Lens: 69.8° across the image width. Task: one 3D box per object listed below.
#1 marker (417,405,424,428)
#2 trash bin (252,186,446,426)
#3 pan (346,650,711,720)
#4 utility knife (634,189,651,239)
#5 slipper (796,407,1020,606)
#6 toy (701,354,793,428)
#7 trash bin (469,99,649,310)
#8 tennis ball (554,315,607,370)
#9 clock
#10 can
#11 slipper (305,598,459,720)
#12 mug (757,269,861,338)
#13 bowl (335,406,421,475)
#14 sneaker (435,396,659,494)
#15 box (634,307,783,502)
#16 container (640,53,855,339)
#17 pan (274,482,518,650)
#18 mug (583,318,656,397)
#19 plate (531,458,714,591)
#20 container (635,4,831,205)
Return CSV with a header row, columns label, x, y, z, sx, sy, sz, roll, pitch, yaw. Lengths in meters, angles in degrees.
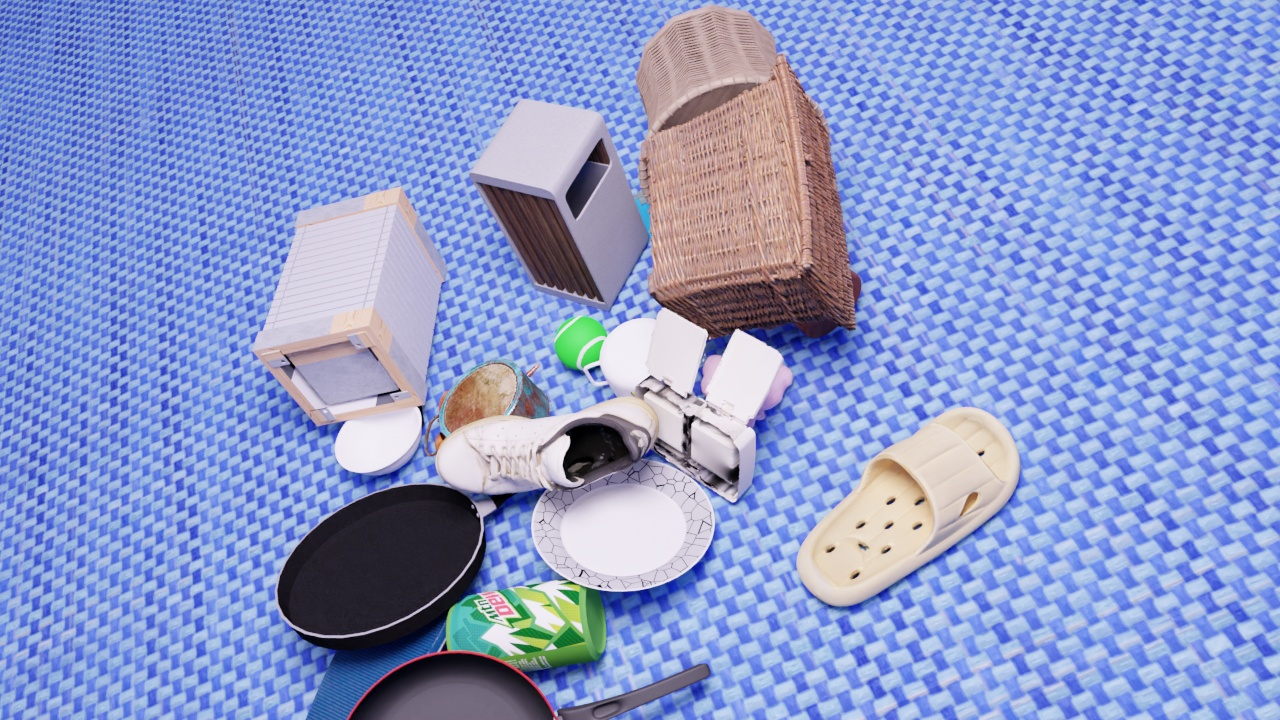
label,x,y,z,sx,sy,sz,roll,pitch,yaw
marker,-0.289,0.023,1.168,0.011,0.011,0.152,-21,55,4
trash bin,-0.349,-0.069,1.140,0.142,0.142,0.246,-11,47,10
pan,-0.105,0.351,0.853,0.356,0.067,0.209,-19,80,-11
utility knife,0.031,-0.156,1.180,0.031,0.015,0.195,-29,57,4
slipper,0.263,0.136,0.890,0.261,0.079,0.111,-38,59,-7
toy,0.113,0.036,1.012,0.102,0.050,0.093,5,58,16
trash bin,-0.089,-0.181,1.100,0.114,0.229,0.114,17,65,25
tennis ball,-0.070,-0.021,1.095,0.065,0.065,0.065,-8,57,12
clock,-0.182,0.071,1.066,0.158,0.073,0.121,-21,46,18
can,-0.113,0.268,0.918,0.144,0.083,0.083,-12,56,10
slipper,-0.275,0.353,0.931,0.118,0.060,0.294,10,58,26
mug,0.172,-0.078,1.044,0.123,0.096,0.110,-45,53,-2
bowl,-0.307,0.100,1.104,0.110,0.040,0.109,-10,48,11
sneaker,-0.100,0.103,0.947,0.242,0.089,0.102,-13,18,7
box,0.065,0.047,0.955,0.145,0.186,0.065,33,34,28
container,0.107,-0.149,0.962,0.183,0.162,0.249,-14,64,23
pan,-0.217,0.188,1.001,0.355,0.034,0.225,-25,33,-18
mug,-0.006,0.006,1.056,0.116,0.068,0.094,-13,56,9
plate,-0.018,0.171,0.956,0.188,0.016,0.188,-1,36,1
container,0.098,-0.300,1.132,0.227,0.227,0.195,-15,49,7
